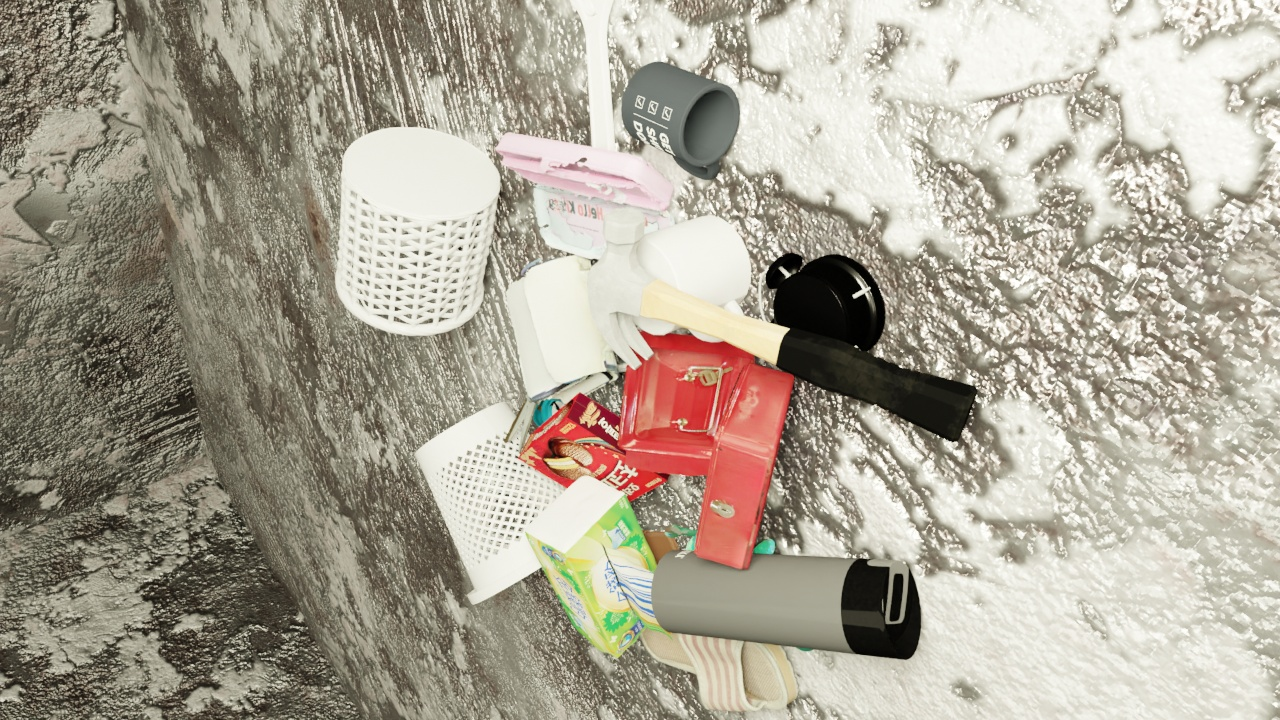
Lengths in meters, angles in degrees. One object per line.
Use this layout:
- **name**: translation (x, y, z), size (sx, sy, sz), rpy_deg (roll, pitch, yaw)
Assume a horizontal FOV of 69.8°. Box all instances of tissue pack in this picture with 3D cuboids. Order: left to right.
- **tissue pack**: translation (-0.025, 0.248, 1.050), size (0.141, 0.120, 0.198), rpy_deg (17, 145, 44)

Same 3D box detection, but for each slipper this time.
- **slipper**: translation (0.073, 0.348, 1.076), size (0.263, 0.052, 0.115), rpy_deg (-3, 105, 54)

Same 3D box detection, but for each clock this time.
- **clock**: translation (-0.096, 0.068, 1.157), size (0.129, 0.043, 0.099), rpy_deg (51, 143, 10)
- **clock**: translation (0.145, -0.042, 0.771), size (0.121, 0.042, 0.091), rpy_deg (21, 124, 46)

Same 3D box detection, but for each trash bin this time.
- **trash bin**: translation (-0.180, 0.172, 1.176), size (0.199, 0.195, 0.196), rpy_deg (59, 145, 4)

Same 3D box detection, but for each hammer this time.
- **hammer**: translation (0.102, -0.016, 0.742), size (0.328, 0.039, 0.131), rpy_deg (22, 126, 23)

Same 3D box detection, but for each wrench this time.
- **wrench**: translation (-0.041, -0.270, 0.917), size (0.066, 0.018, 0.274), rpy_deg (26, 129, 43)

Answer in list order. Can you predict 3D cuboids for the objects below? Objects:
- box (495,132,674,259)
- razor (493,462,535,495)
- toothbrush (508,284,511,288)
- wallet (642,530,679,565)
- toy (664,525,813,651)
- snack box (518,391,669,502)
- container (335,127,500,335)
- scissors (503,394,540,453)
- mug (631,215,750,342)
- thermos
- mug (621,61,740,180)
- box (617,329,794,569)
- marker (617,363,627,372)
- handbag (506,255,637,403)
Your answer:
- **box**: translation (-0.048, -0.168, 0.940), size (0.202, 0.066, 0.154), rpy_deg (20, 154, 37)
- **razor**: translation (-0.165, 0.158, 1.300), size (0.052, 0.047, 0.143), rpy_deg (44, 143, -9)
- **toothbrush**: translation (-0.107, -0.039, 1.134), size (0.181, 0.018, 0.016), rpy_deg (47, 141, 26)
- **wallet**: translation (0.018, 0.248, 1.127), size (0.121, 0.013, 0.087), rpy_deg (-15, 101, 55)
- **toy**: translation (0.102, 0.236, 0.966), size (0.193, 0.072, 0.131), rpy_deg (27, 129, 31)
- **snack box**: translation (-0.053, 0.112, 1.066), size (0.132, 0.035, 0.152), rpy_deg (33, 146, -12)
- **container**: translation (-0.280, -0.161, 1.146), size (0.189, 0.188, 0.187), rpy_deg (47, 139, 27)
- **scissors**: translation (-0.113, 0.007, 1.098), size (0.185, 0.015, 0.179), rpy_deg (-28, 61, 34)
- **mug**: translation (0.047, -0.068, 0.846), size (0.121, 0.089, 0.091), rpy_deg (55, 143, 18)
- **thermos**: translation (0.130, 0.221, 0.849), size (0.241, 0.082, 0.082), rpy_deg (-6, 104, 38)
- **mug**: translation (0.039, -0.205, 0.811), size (0.077, 0.071, 0.105), rpy_deg (35, 160, 38)
- **box**: translation (0.062, 0.083, 0.851), size (0.170, 0.156, 0.157), rpy_deg (-94, 7, -55)
- **marker**: translation (-0.006, 0.006, 1.028), size (0.152, 0.011, 0.011), rpy_deg (-7, 102, 55)
- **handbag**: translation (-0.067, -0.046, 1.005), size (0.176, 0.073, 0.151), rpy_deg (-25, 71, 36)
